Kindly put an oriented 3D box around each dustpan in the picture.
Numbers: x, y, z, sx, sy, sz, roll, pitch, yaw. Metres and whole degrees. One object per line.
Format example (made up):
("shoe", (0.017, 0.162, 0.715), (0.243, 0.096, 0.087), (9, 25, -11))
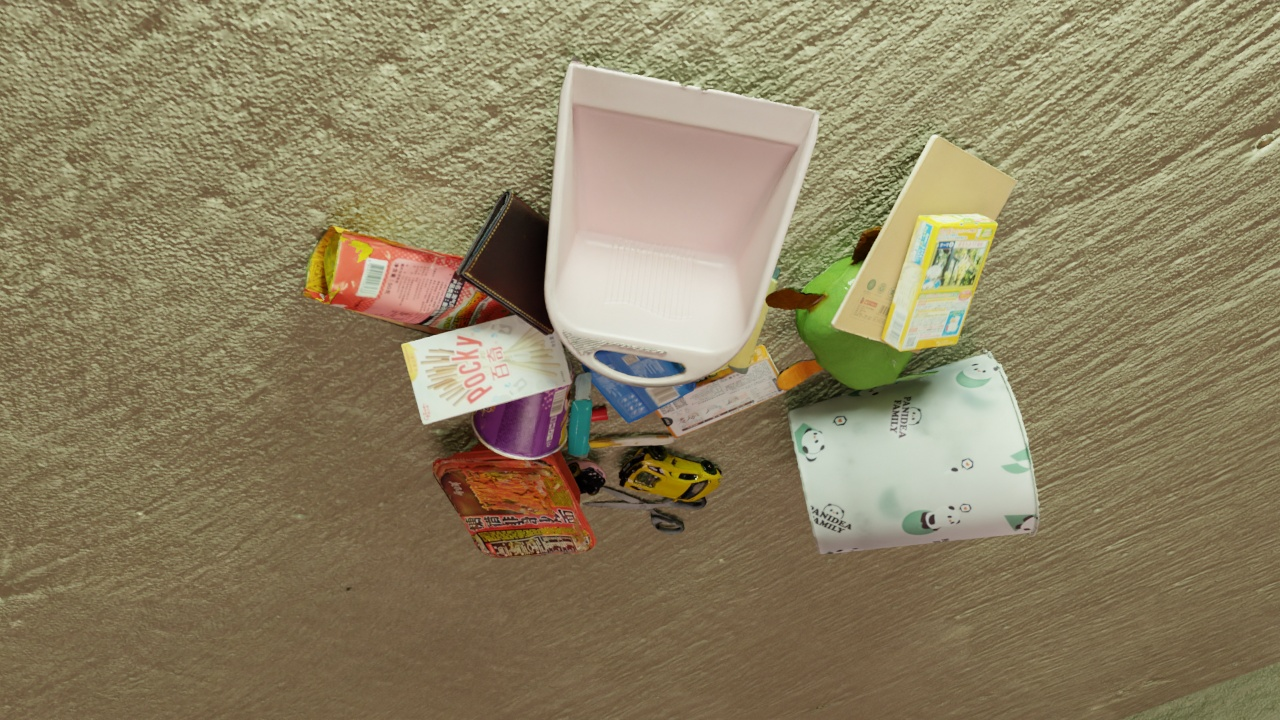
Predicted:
("dustpan", (0.024, -0.103, 0.828), (0.222, 0.138, 0.274), (8, 145, -1))

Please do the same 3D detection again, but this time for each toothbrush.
("toothbrush", (-0.046, 0.101, 1.163), (0.191, 0.018, 0.016), (-1, 141, -15))

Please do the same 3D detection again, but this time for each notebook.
("notebook", (0.291, -0.111, 0.938), (0.147, 0.008, 0.208), (13, 111, -37))

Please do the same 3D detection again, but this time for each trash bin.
("trash bin", (0.324, 0.126, 1.129), (0.252, 0.229, 0.230), (-13, 138, 10))

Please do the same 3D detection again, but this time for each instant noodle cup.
("instant noodle cup", (-0.125, 0.037, 1.015), (0.111, 0.111, 0.099), (5, 126, -18))
("instant noodle cup", (-0.149, 0.161, 1.128), (0.165, 0.078, 0.189), (-6, 130, 19))

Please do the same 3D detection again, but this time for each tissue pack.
("tissue pack", (-0.006, 0.006, 1.040), (0.095, 0.052, 0.157), (-26, 135, 13))

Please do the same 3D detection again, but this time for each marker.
("marker", (-0.112, 0.076, 1.118), (0.145, 0.017, 0.017), (-9, 138, -3))

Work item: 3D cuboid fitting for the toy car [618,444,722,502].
("toy car", (0.043, 0.156, 1.222), (0.155, 0.041, 0.071), (18, 130, -30))

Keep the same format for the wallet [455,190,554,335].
("wallet", (-0.109, -0.093, 0.897), (0.122, 0.020, 0.096), (35, 81, -38))

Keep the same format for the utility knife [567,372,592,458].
("utility knife", (-0.069, 0.067, 1.074), (0.029, 0.013, 0.206), (1, 148, -6))

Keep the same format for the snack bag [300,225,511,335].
("snack bag", (-0.215, -0.070, 0.908), (0.207, 0.073, 0.129), (13, 140, -35))

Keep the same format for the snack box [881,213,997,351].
("snack box", (0.305, -0.079, 0.939), (0.086, 0.034, 0.141), (-7, 123, -29))

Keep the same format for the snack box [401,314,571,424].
("snack box", (-0.156, 0.005, 0.937), (0.156, 0.084, 0.027), (-16, -179, -8))

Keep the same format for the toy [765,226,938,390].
("toy", (0.239, -0.044, 1.011), (0.227, 0.090, 0.247), (-36, 135, 4))

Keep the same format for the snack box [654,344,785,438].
("snack box", (0.094, 0.039, 1.117), (0.154, 0.026, 0.075), (-23, 136, 12))

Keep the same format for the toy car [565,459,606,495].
("toy car", (-0.101, 0.157, 1.196), (0.123, 0.037, 0.056), (-19, 132, 26))

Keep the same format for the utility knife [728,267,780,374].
("utility knife", (0.125, -0.040, 1.011), (0.031, 0.018, 0.165), (0, 142, -12))

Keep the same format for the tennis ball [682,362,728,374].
("tennis ball", (0.072, -0.016, 1.023), (0.065, 0.065, 0.066), (-6, 138, -6))

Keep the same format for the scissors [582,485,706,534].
("scissors", (0.011, 0.206, 1.290), (0.159, 0.014, 0.174), (-19, 136, 9))
